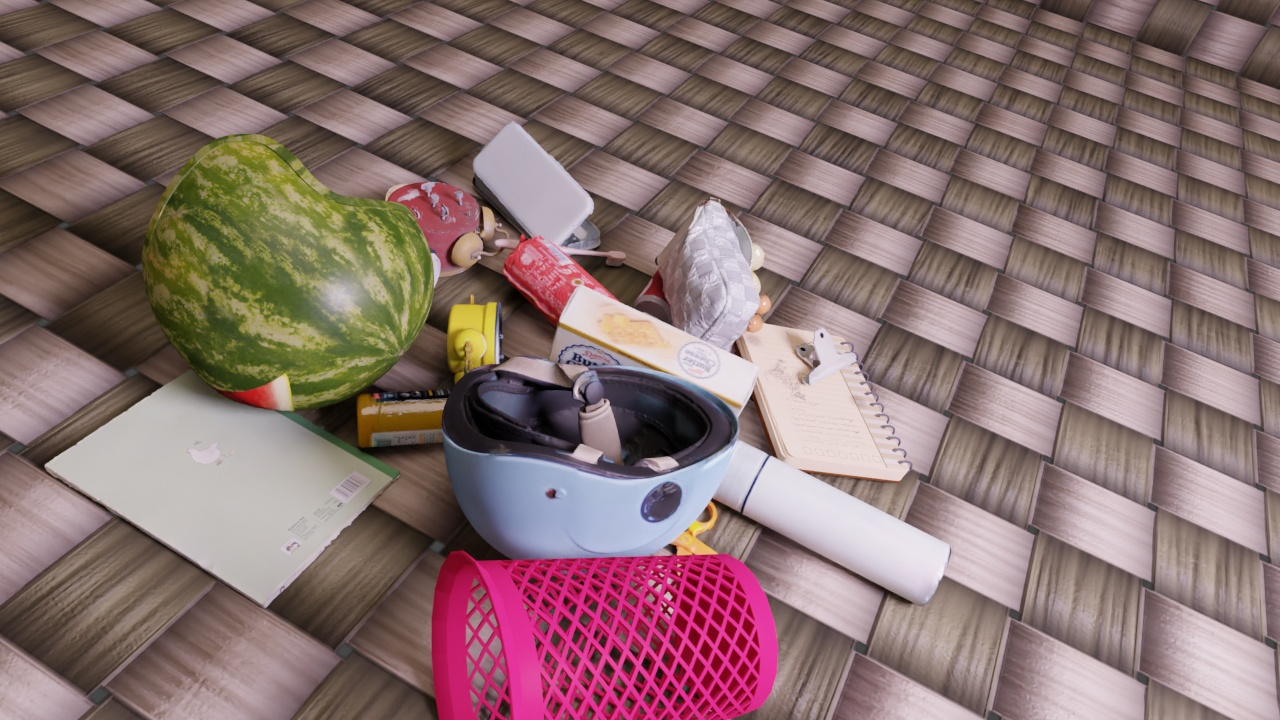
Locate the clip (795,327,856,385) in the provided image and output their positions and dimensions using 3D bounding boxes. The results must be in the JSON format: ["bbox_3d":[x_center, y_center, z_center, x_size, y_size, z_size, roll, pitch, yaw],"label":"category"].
[{"bbox_3d":[0.209,-0.006,1.071,0.101,0.038,0.054,-21,80,-43],"label":"clip"}]

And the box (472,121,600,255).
[{"bbox_3d":[-0.141,-0.233,1.219,0.107,0.110,0.216,-26,54,-32],"label":"box"}]

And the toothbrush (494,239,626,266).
[{"bbox_3d":[-0.100,-0.137,1.160,0.181,0.018,0.015,4,47,-30],"label":"toothbrush"}]

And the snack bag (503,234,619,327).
[{"bbox_3d":[-0.092,-0.079,1.081,0.082,0.082,0.176,-24,53,-35],"label":"snack bag"}]

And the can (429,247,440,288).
[{"bbox_3d":[-0.304,-0.118,1.076,0.127,0.064,0.064,20,41,7],"label":"can"}]

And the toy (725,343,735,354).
[{"bbox_3d":[0.075,0.008,1.056,0.125,0.037,0.076,-10,46,-39],"label":"toy"}]

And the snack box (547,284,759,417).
[{"bbox_3d":[0.008,0.011,0.959,0.208,0.104,0.057,25,53,1],"label":"snack box"}]

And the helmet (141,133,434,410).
[{"bbox_3d":[-0.335,-0.069,0.895,0.247,0.214,0.242,23,65,-2],"label":"helmet"}]

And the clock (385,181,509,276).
[{"bbox_3d":[-0.241,-0.167,1.135,0.159,0.081,0.116,16,41,2],"label":"clock"}]

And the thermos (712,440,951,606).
[{"bbox_3d":[0.182,0.157,0.899,0.230,0.068,0.067,25,42,14],"label":"thermos"}]

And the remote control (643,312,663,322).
[{"bbox_3d":[-0.006,0.006,1.040,0.049,0.024,0.143,30,54,4],"label":"remote control"}]

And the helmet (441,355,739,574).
[{"bbox_3d":[-0.044,0.093,0.827,0.265,0.167,0.225,-7,29,-23],"label":"helmet"}]

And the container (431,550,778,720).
[{"bbox_3d":[-0.023,0.225,0.699,0.225,0.184,0.183,-2,43,-28],"label":"container"}]

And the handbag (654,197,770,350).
[{"bbox_3d":[0.090,-0.084,1.050,0.123,0.113,0.171,16,44,-29],"label":"handbag"}]

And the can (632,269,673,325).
[{"bbox_3d":[0.030,-0.080,1.132,0.054,0.054,0.096,22,42,10],"label":"can"}]

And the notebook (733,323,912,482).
[{"bbox_3d":[0.203,0.041,1.048,0.167,0.024,0.225,9,40,-20],"label":"notebook"}]

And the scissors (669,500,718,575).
[{"bbox_3d":[0.037,0.172,0.884,0.129,0.011,0.125,10,40,-2],"label":"scissors"}]

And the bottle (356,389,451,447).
[{"bbox_3d":[-0.187,0.055,0.921,0.186,0.053,0.053,-2,43,-18],"label":"bottle"}]

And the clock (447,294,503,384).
[{"bbox_3d":[-0.176,-0.014,0.982,0.057,0.083,0.118,2,39,-5],"label":"clock"}]

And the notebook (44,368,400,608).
[{"bbox_3d":[-0.380,0.102,0.851,0.252,0.010,0.181,26,42,13],"label":"notebook"}]
